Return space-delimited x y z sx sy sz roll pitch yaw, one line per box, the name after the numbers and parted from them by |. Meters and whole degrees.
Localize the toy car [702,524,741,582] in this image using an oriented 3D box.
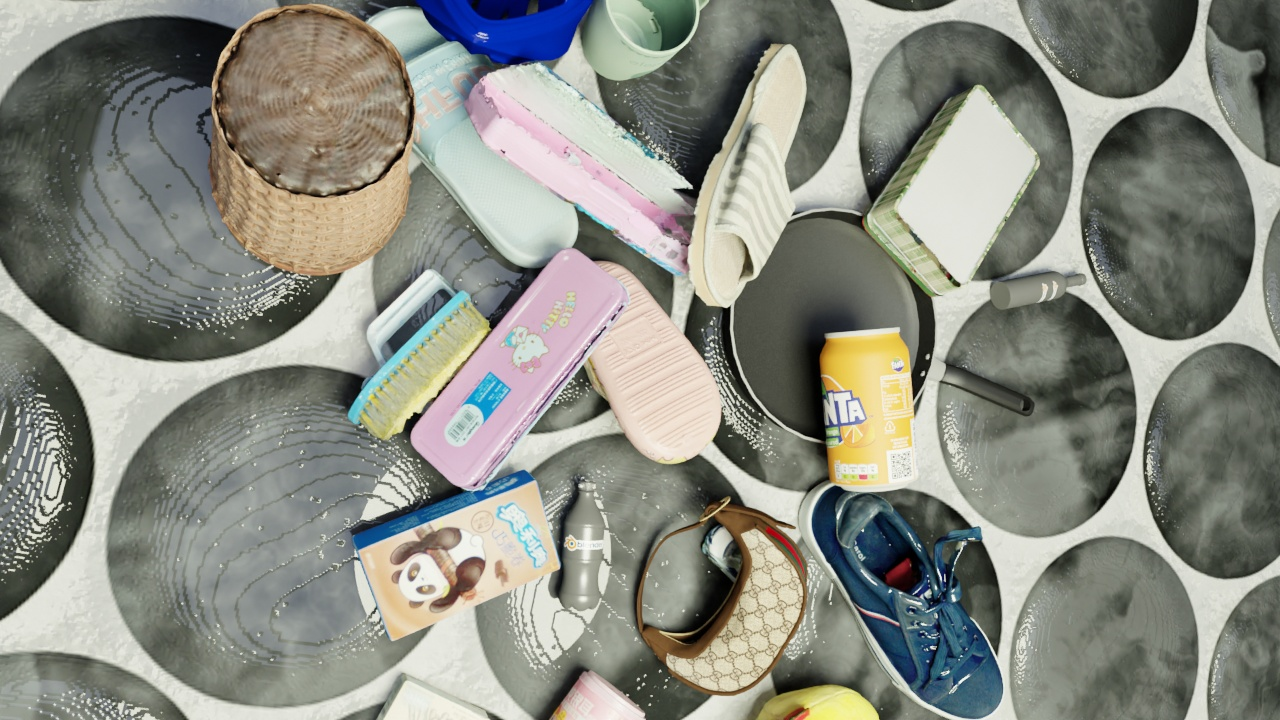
0.098 0.189 0.853 0.090 0.027 0.038 45 77 -12 | toy car

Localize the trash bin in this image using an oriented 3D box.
-0.234 -0.147 0.652 0.151 0.210 0.151 1 88 -19 | trash bin

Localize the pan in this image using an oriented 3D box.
0.243 -0.010 0.906 0.356 0.034 0.225 21 82 -17 | pan

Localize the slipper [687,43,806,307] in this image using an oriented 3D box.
0.107 -0.169 0.816 0.272 0.054 0.114 -69 152 -25 | slipper

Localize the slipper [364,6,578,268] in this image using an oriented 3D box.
-0.134 -0.187 0.760 0.104 0.074 0.245 -39 102 -17 | slipper

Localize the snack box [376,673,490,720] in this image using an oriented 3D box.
-0.195 0.342 0.747 0.082 0.026 0.150 33 79 -16 | snack box

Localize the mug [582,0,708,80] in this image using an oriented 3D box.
0.007 -0.295 0.796 0.111 0.104 0.084 -28 97 -17 | mug

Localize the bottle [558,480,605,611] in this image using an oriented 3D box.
-0.050 0.160 0.797 0.036 0.036 0.110 5 87 -19 | bottle

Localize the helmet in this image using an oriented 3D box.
-0.084 -0.345 0.695 0.147 0.241 0.228 22 125 -15 | helmet

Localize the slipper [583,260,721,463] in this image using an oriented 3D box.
-0.005 0.005 0.801 0.093 0.082 0.197 -23 72 -20 | slipper

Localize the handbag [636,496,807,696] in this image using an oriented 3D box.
0.071 0.204 0.812 0.138 0.063 0.166 30 100 4 | handbag

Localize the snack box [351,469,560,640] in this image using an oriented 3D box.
-0.149 0.158 0.754 0.151 0.034 0.087 -20 111 -19 | snack box

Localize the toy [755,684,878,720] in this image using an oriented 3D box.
0.173 0.373 0.846 0.133 0.092 0.207 -47 112 -9 | toy

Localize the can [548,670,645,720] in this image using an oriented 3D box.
-0.042 0.313 0.780 0.067 0.067 0.076 41 77 -14 | can

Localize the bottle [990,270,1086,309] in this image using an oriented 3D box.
0.427 -0.078 0.974 0.112 0.030 0.030 -11 92 -19 | bottle

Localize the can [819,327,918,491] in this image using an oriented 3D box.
0.207 0.044 0.833 0.079 0.079 0.142 -5 91 -19 | can

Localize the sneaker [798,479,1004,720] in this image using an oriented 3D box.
0.275 0.235 0.864 0.120 0.127 0.294 -41 103 -15 | sneaker

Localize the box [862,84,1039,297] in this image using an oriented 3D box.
0.312 -0.168 0.910 0.117 0.050 0.205 44 65 -16 | box

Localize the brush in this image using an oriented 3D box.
-0.190 -0.004 0.747 0.075 0.055 0.135 40 75 9 | brush

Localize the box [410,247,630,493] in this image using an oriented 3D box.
-0.097 0.007 0.755 0.076 0.036 0.214 38 88 17 | box

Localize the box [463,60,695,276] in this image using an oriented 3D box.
-0.028 -0.160 0.740 0.230 0.084 0.077 29 113 -40 | box
